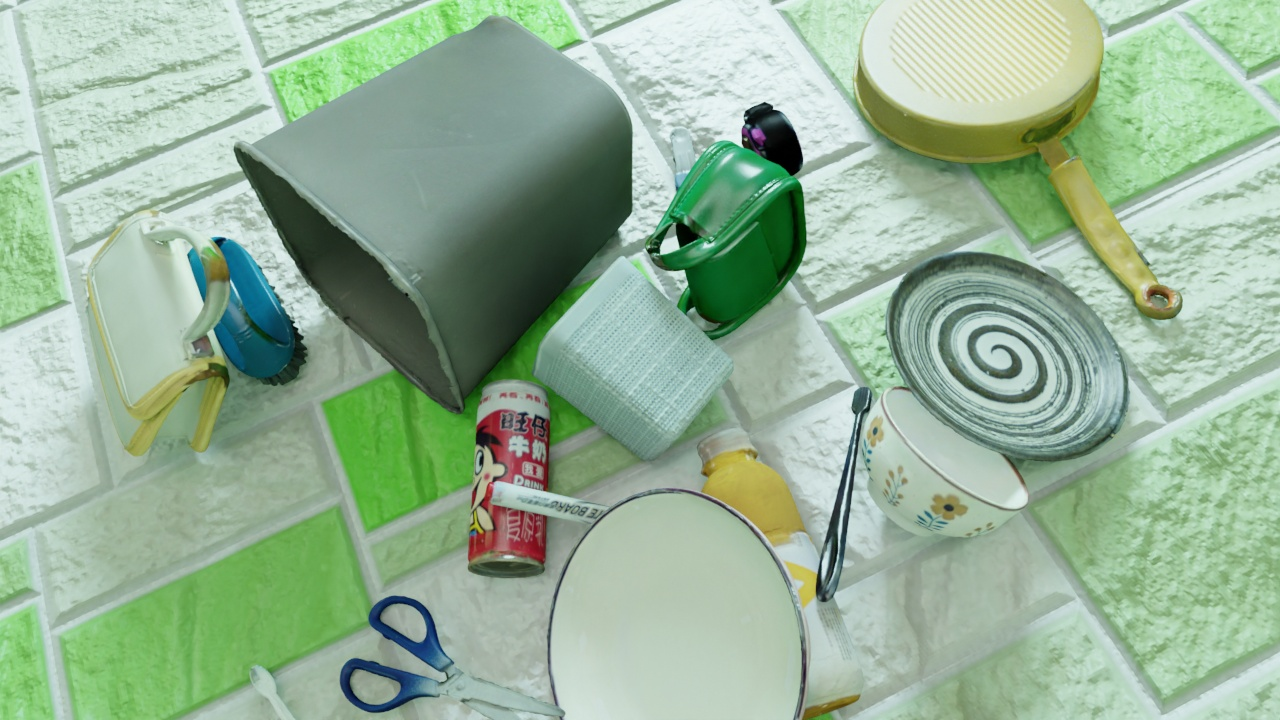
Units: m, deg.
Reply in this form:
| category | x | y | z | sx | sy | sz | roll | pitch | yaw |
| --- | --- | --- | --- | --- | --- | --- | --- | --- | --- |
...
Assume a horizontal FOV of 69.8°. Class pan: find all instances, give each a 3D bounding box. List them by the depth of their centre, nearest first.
| category | x | y | z | sx | sy | sz | roll | pitch | yaw |
| --- | --- | --- | --- | --- | --- | --- | --- | --- | --- |
| pan | 0.314 | -0.182 | 0.738 | 0.197 | 0.078 | 0.357 | -26 | 59 | -3 |

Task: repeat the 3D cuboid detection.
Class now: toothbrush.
| category | x | y | z | sx | sy | sz | roll | pitch | yaw |
| --- | --- | --- | --- | --- | --- | --- | --- | --- | --- |
| toothbrush | -0.190 | 0.283 | 0.585 | 0.026 | 0.027 | 0.224 | -35 | 66 | -25 |
| toothbrush | 0.139 | 0.085 | 0.614 | 0.016 | 0.018 | 0.180 | -6 | 39 | 30 |

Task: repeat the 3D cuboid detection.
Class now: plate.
| category | x | y | z | sx | sy | sz | roll | pitch | yaw |
| --- | --- | --- | --- | --- | --- | --- | --- | --- | --- |
| plate | 0.024 | 0.176 | 0.568 | 0.193 | 0.039 | 0.192 | -10 | 73 | 37 |
| plate | 0.259 | -0.003 | 0.656 | 0.179 | 0.024 | 0.179 | 4 | 56 | -7 |

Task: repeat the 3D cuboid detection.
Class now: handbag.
| category | x | y | z | sx | sy | sz | roll | pitch | yaw |
| --- | --- | --- | --- | --- | --- | --- | --- | --- | --- |
| handbag | -0.350 | -0.035 | 0.671 | 0.063 | 0.179 | 0.163 | -5 | 55 | -45 |
| handbag | 0.062 | -0.086 | 0.673 | 0.068 | 0.131 | 0.120 | 40 | 78 | 25 |

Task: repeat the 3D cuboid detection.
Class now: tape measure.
| category | x | y | z | sx | sy | sz | roll | pitch | yaw |
| --- | --- | --- | --- | --- | --- | --- | --- | --- | --- |
| tape measure | 0.105 | -0.174 | 0.748 | 0.039 | 0.057 | 0.057 | -24 | 50 | 0 |

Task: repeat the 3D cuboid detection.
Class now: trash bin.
| category | x | y | z | sx | sy | sz | roll | pitch | yaw |
| --- | --- | --- | --- | --- | --- | --- | --- | --- | --- |
| trash bin | -0.134 | -0.117 | 0.683 | 0.199 | 0.199 | 0.219 | 38 | 67 | 18 |

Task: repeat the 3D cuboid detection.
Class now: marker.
| category | x | y | z | sx | sy | sz | roll | pitch | yaw |
| --- | --- | --- | --- | --- | --- | --- | --- | --- | --- |
| marker | -0.034 | 0.104 | 0.624 | 0.145 | 0.017 | 0.017 | 15 | 65 | -16 |

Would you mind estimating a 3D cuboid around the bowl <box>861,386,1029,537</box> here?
| category | x | y | z | sx | sy | sz | roll | pitch | yaw |
| --- | --- | --- | --- | --- | --- | --- | --- | --- | --- |
| bowl | 0.192 | 0.077 | 0.610 | 0.113 | 0.113 | 0.062 | 42 | 118 | 21 |

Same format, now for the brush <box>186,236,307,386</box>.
| category | x | y | z | sx | sy | sz | roll | pitch | yaw |
| --- | --- | --- | --- | --- | --- | --- | --- | --- | --- |
| brush | -0.319 | -0.045 | 0.725 | 0.055 | 0.073 | 0.144 | -35 | 67 | -7 |

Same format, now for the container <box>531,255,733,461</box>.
| category | x | y | z | sx | sy | sz | roll | pitch | yaw |
| --- | --- | --- | --- | --- | --- | --- | --- | --- | --- |
| container | -0.004 | 0.004 | 0.650 | 0.111 | 0.090 | 0.089 | 40 | 70 | 3 |

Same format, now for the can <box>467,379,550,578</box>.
| category | x | y | z | sx | sy | sz | roll | pitch | yaw |
| --- | --- | --- | --- | --- | --- | --- | --- | --- | --- |
| can | -0.092 | 0.083 | 0.652 | 0.053 | 0.053 | 0.132 | -3 | 65 | 5 |

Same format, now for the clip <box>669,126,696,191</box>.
| category | x | y | z | sx | sy | sz | roll | pitch | yaw |
| --- | --- | --- | --- | --- | --- | --- | --- | --- | --- |
| clip | 0.037 | -0.169 | 0.777 | 0.025 | 0.032 | 0.057 | -12 | 72 | 3 |

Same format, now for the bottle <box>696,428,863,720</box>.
| category | x | y | z | sx | sy | sz | roll | pitch | yaw |
| --- | --- | --- | --- | --- | --- | --- | --- | --- | --- |
| bottle | 0.083 | 0.136 | 0.602 | 0.068 | 0.068 | 0.189 | -17 | 64 | -2 |

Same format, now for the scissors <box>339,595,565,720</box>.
| category | x | y | z | sx | sy | sz | roll | pitch | yaw |
| --- | --- | --- | --- | --- | --- | --- | --- | --- | --- |
| scissors | -0.122 | 0.201 | 0.604 | 0.173 | 0.012 | 0.132 | -14 | 57 | 12 |
